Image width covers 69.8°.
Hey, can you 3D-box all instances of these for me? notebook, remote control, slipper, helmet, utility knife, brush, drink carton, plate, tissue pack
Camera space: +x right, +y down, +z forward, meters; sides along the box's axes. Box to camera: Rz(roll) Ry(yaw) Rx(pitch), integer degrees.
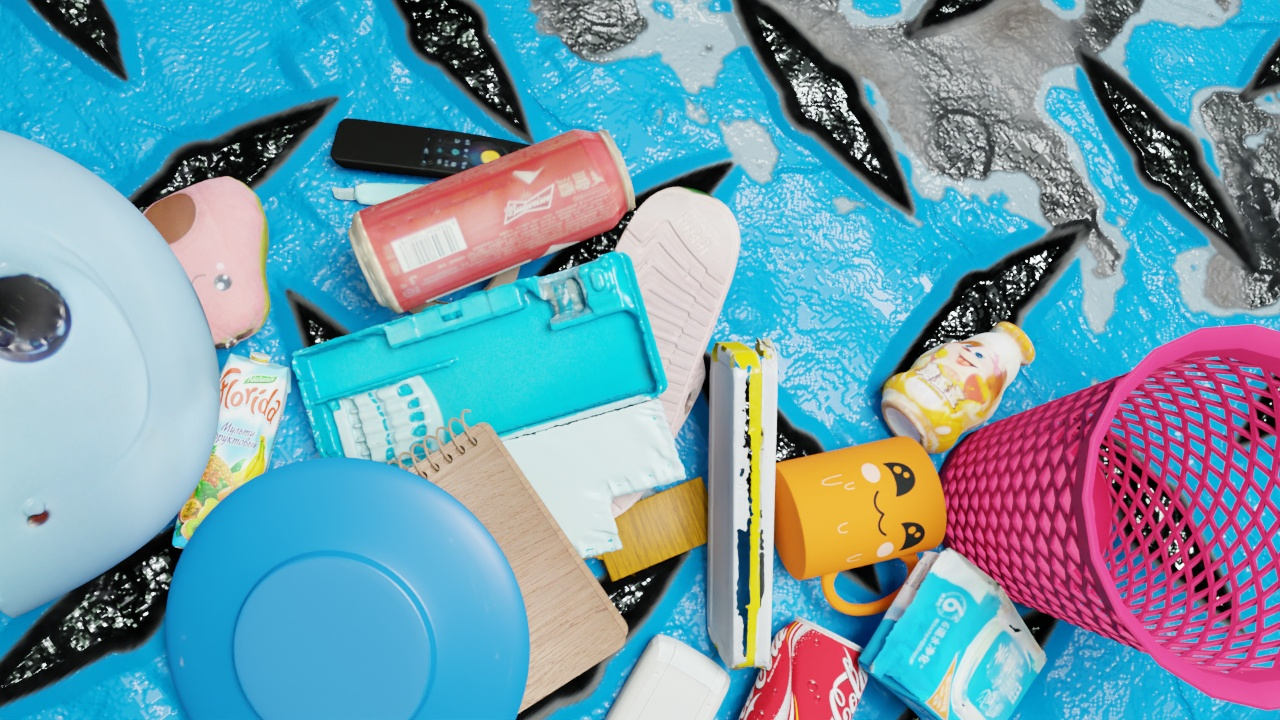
[{"bbox_3d":[-0.140,0.155,0.561,0.210,0.022,0.169,-34,91,7],"label":"notebook"},{"bbox_3d":[-0.135,-0.140,0.639,0.152,0.020,0.041,6,57,-7],"label":"remote control"},{"bbox_3d":[-0.004,0.004,0.607,0.094,0.064,0.239,27,95,12],"label":"slipper"},{"bbox_3d":[-0.335,-0.007,0.505,0.166,0.226,0.266,-25,107,-45],"label":"helmet"},{"bbox_3d":[-0.153,-0.115,0.637,0.120,0.015,0.022,2,61,-7],"label":"utility knife"},{"bbox_3d":[-0.010,0.121,0.619,0.126,0.017,0.048,-20,85,-10],"label":"brush"},{"bbox_3d":[-0.258,0.058,0.584,0.044,0.039,0.128,15,80,-15],"label":"drink carton"},{"bbox_3d":[-0.178,0.169,0.540,0.224,0.024,0.224,0,95,4],"label":"plate"},{"bbox_3d":[0.206,0.190,0.592,0.092,0.062,0.144,-53,130,-12],"label":"tissue pack"},{"bbox_3d":[0.002,0.251,0.597,0.060,0.025,0.138,31,81,-2],"label":"remote control"}]

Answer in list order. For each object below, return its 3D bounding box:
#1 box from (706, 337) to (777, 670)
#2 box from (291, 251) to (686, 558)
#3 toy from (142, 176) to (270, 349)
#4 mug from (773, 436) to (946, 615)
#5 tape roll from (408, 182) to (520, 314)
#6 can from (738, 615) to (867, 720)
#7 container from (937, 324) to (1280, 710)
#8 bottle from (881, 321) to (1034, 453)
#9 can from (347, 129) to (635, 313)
[{"bbox_3d":[0.070,0.091,0.581,0.044,0.065,0.210,-2,101,-8],"label":"box"},{"bbox_3d":[-0.091,0.049,0.574,0.227,0.039,0.182,-16,94,12],"label":"box"},{"bbox_3d":[-0.277,-0.061,0.594,0.090,0.051,0.110,-25,87,-6],"label":"toy"},{"bbox_3d":[0.144,0.114,0.612,0.096,0.078,0.112,-11,93,-9],"label":"mug"},{"bbox_3d":[-0.128,-0.071,0.617,0.093,0.030,0.093,0,93,-9],"label":"tape roll"},{"bbox_3d":[0.103,0.225,0.594,0.064,0.064,0.104,27,79,-3],"label":"can"},{"bbox_3d":[0.287,0.090,0.555,0.183,0.226,0.183,1,81,-7],"label":"container"},{"bbox_3d":[0.223,0.016,0.642,0.108,0.063,0.063,-34,87,-11],"label":"bottle"},{"bbox_3d":[-0.091,-0.089,0.571,0.170,0.067,0.067,-23,85,-8],"label":"can"}]
